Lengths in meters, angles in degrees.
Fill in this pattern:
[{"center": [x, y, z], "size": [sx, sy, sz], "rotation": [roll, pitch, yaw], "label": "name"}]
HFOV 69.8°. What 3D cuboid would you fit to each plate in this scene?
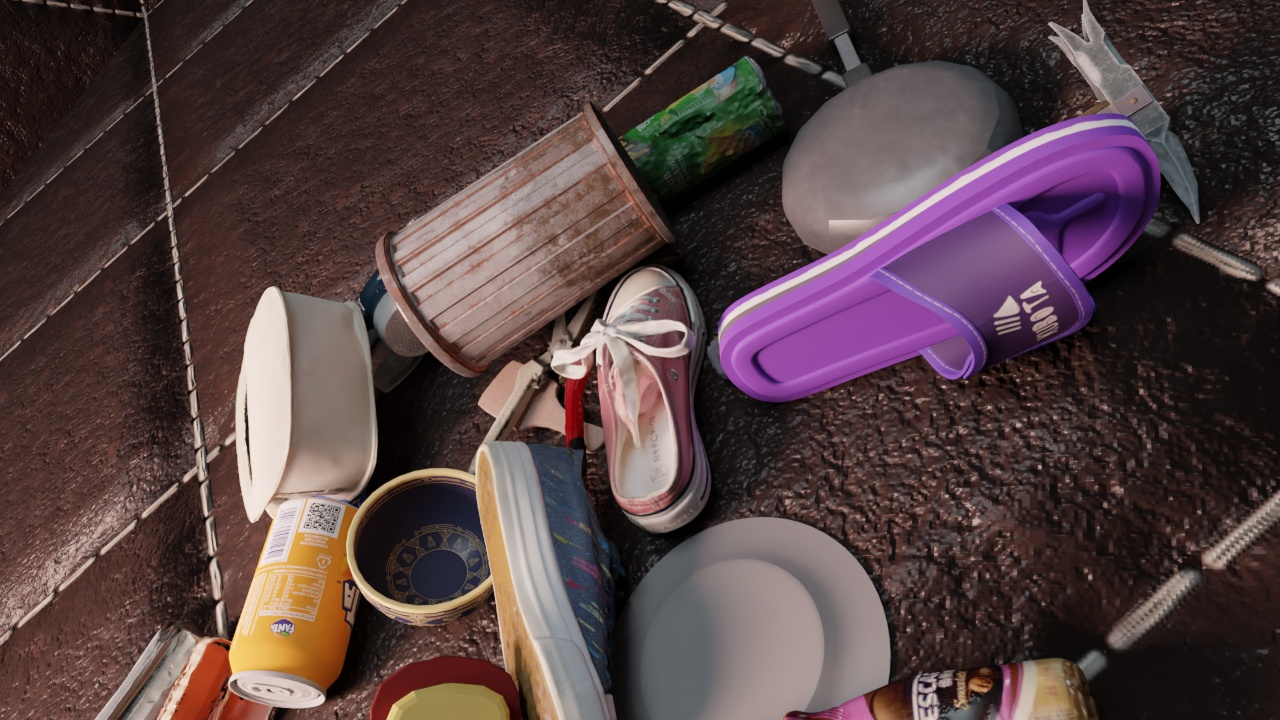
[{"center": [0.052, 0.168, 0.521], "size": [0.179, 0.012, 0.178], "rotation": [-20, 46, 22], "label": "plate"}]

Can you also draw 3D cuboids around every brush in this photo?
[{"center": [-0.103, 0.248, 0.489], "size": [0.042, 0.082, 0.173], "rotation": [124, 144, -61], "label": "brush"}, {"center": [-0.073, 0.042, 0.722], "size": [0.136, 0.015, 0.049], "rotation": [26, 72, 40], "label": "brush"}]

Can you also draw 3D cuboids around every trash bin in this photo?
[{"center": [-0.093, -0.087, 0.708], "size": [0.211, 0.131, 0.130], "rotation": [-32, 43, 9], "label": "trash bin"}]

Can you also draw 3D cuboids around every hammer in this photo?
[{"center": [0.179, -0.073, 0.595], "size": [0.317, 0.028, 0.147], "rotation": [-33, 75, 19], "label": "hammer"}]

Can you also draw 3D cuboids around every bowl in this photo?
[{"center": [-0.145, 0.139, 0.648], "size": [0.112, 0.061, 0.112], "rotation": [2, 48, -3], "label": "bowl"}]

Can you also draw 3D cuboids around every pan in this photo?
[{"center": [0.176, -0.221, 0.731], "size": [0.179, 0.041, 0.356], "rotation": [-24, 45, 19], "label": "pan"}]

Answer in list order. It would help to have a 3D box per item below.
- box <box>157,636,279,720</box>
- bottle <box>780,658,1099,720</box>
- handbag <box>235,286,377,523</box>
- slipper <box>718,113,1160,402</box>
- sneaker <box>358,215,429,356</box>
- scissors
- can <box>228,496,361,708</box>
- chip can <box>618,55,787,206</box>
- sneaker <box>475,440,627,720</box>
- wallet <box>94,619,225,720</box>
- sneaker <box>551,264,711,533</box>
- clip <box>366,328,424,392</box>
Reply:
[{"center": [-0.320, 0.297, 0.655], "size": [0.043, 0.083, 0.186], "rotation": [-19, 46, 45], "label": "box"}, {"center": [0.122, 0.178, 0.425], "size": [0.166, 0.059, 0.059], "rotation": [-17, 47, 26], "label": "bottle"}, {"center": [-0.299, 0.052, 0.804], "size": [0.200, 0.092, 0.200], "rotation": [-35, 58, 42], "label": "handbag"}, {"center": [0.168, -0.026, 0.527], "size": [0.267, 0.107, 0.083], "rotation": [-26, 42, 26], "label": "slipper"}, {"center": [-0.167, -0.104, 0.843], "size": [0.235, 0.089, 0.087], "rotation": [-45, 51, -9], "label": "sneaker"}, {"center": [-0.073, 0.024, 0.714], "size": [0.179, 0.015, 0.193], "rotation": [-38, 45, -2], "label": "scissors"}, {"center": [-0.253, 0.179, 0.691], "size": [0.079, 0.079, 0.142], "rotation": [-18, 47, 25], "label": "can"}, {"center": [0.017, -0.171, 0.786], "size": [0.223, 0.075, 0.075], "rotation": [-31, 43, 12], "label": "chip can"}, {"center": [-0.044, 0.149, 0.568], "size": [0.079, 0.088, 0.235], "rotation": [-4, 50, -22], "label": "sneaker"}, {"center": [-0.378, 0.269, 0.709], "size": [0.131, 0.054, 0.101], "rotation": [-66, 6, -23], "label": "wallet"}, {"center": [-0.004, 0.004, 0.640], "size": [0.118, 0.088, 0.240], "rotation": [-25, 40, 18], "label": "sneaker"}, {"center": [-0.249, -0.049, 0.919], "size": [0.142, 0.029, 0.171], "rotation": [6, 59, 38], "label": "clip"}]
